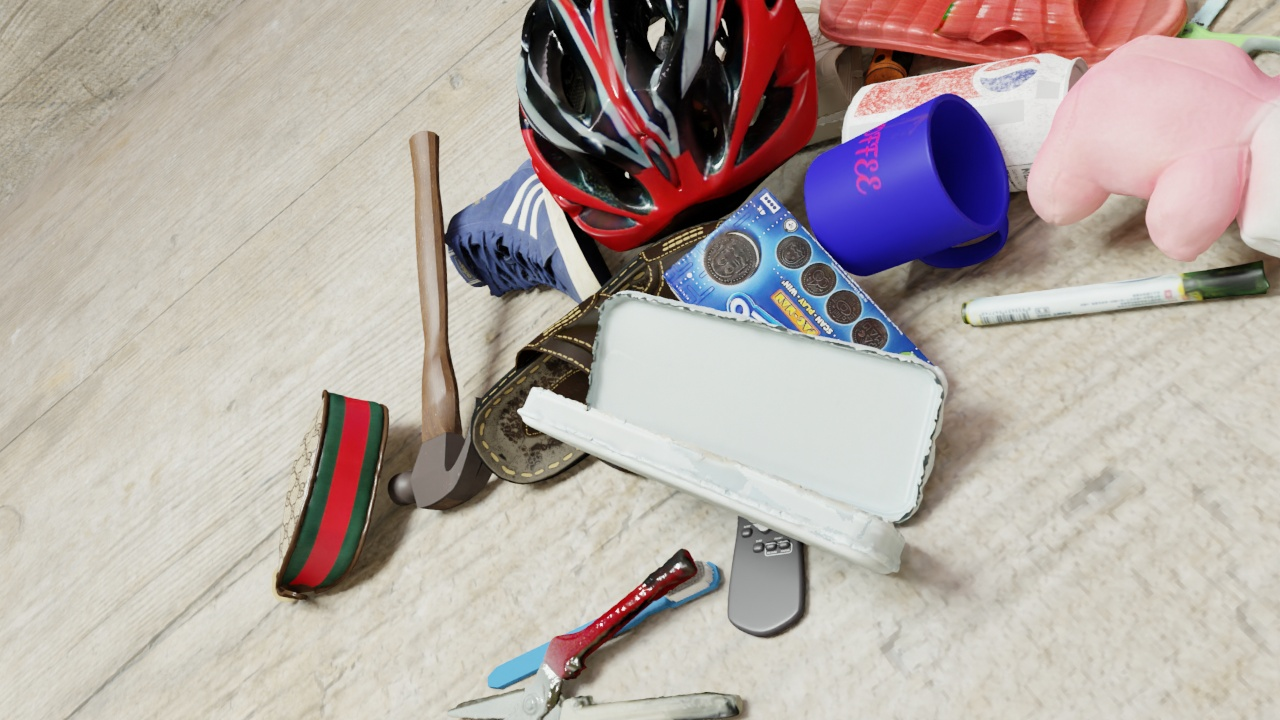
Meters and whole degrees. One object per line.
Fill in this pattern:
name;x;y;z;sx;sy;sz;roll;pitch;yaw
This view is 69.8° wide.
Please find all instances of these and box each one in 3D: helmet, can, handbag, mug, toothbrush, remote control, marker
helmet;0.006;-0.209;0.654;0.218;0.167;0.271;-28;48;21
can;0.202;-0.142;0.572;0.136;0.078;0.078;2;57;39
handbag;0.104;-0.244;0.770;0.176;0.062;0.197;-10;42;32
mug;0.164;-0.090;0.535;0.084;0.111;0.079;-19;46;49
handbag;-0.252;0.110;0.727;0.139;0.063;0.166;-37;43;52
toothbrush;-0.027;0.159;0.546;0.167;0.014;0.016;-30;42;16
remote control;0.073;0.096;0.524;0.047;0.009;0.124;-15;48;29
marker;0.247;-0.034;0.491;0.147;0.017;0.017;-7;52;34

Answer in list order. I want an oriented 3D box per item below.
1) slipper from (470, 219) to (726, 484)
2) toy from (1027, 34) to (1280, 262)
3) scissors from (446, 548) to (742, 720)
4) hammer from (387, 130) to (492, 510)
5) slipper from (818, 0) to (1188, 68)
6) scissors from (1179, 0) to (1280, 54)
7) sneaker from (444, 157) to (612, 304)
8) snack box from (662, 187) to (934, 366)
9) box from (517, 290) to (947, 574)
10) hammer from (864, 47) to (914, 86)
slipper;-0.004;0.003;0.595;0.268;0.113;0.075;-33;11;15
toy;0.309;-0.096;0.432;0.213;0.084;0.141;31;70;38
scissors;-0.027;0.180;0.519;0.179;0.015;0.187;17;81;37
hammer;-0.163;-0.043;0.732;0.116;0.033;0.322;-25;63;35
slipper;0.233;-0.251;0.618;0.249;0.059;0.103;21;64;35
scissors;0.331;-0.198;0.566;0.168;0.023;0.171;-36;36;17
sneaker;-0.100;-0.084;0.753;0.118;0.091;0.232;-30;41;8
snack box;0.090;-0.019;0.532;0.082;0.027;0.150;-42;78;1
box;0.054;0.019;0.495;0.216;0.106;0.124;20;78;23
hammer;0.222;-0.336;0.757;0.138;0.035;0.313;0;57;36
